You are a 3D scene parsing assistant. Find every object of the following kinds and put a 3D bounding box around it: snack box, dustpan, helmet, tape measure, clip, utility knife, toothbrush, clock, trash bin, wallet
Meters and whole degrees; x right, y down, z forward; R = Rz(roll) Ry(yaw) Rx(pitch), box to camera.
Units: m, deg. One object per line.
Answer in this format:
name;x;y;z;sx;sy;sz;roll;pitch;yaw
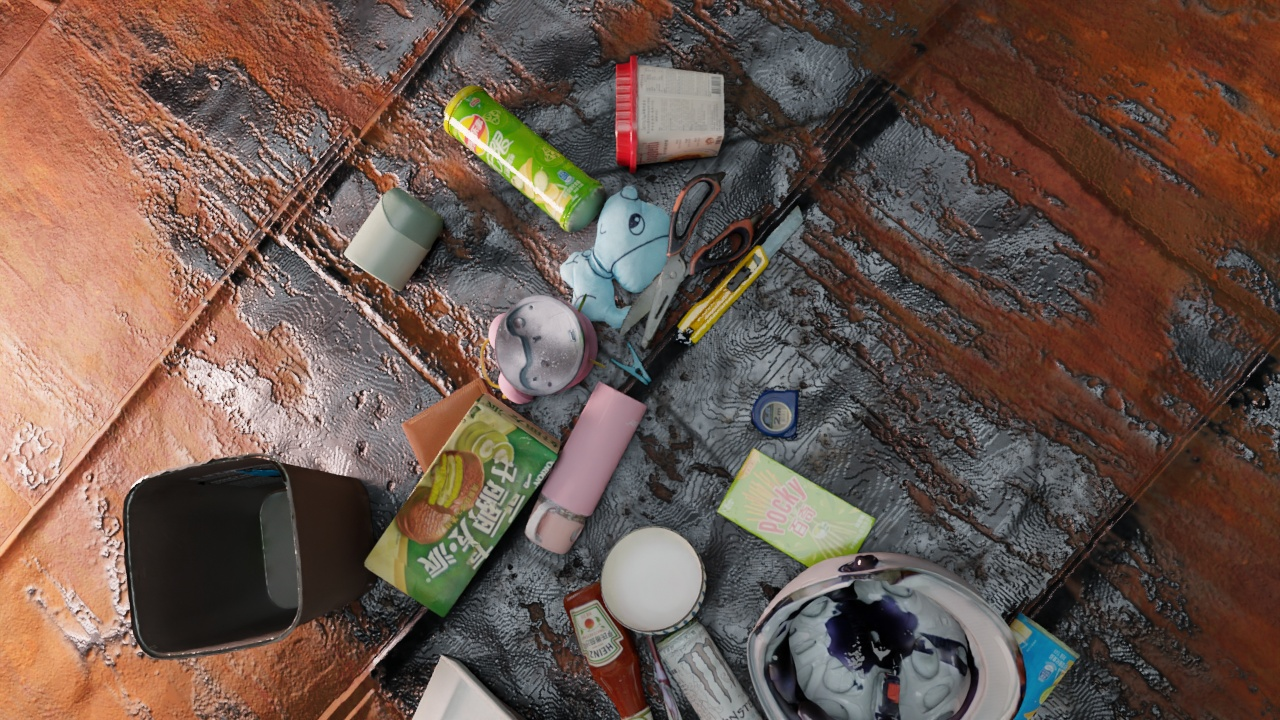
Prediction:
snack box;-0.204;0.165;1.060;0.114;0.063;0.240;35;96;-5
dustpan;-0.178;0.492;1.001;0.258;0.142;0.222;24;88;11
helmet;0.246;0.293;0.934;0.259;0.145;0.229;-25;94;18
tape measure;0.155;0.061;1.049;0.054;0.025;0.058;3;80;13
clip;-0.008;0.008;1.093;0.055;0.013;0.034;44;93;12
utility knife;0.116;-0.099;1.081;0.033;0.015;0.218;43;92;10
toothbrush;0.028;0.373;1.038;0.016;0.017;0.187;-20;79;8
snack box;0.174;0.174;1.031;0.156;0.026;0.086;30;89;13
clock;-0.124;-0.012;1.086;0.159;0.059;0.117;-17;84;20
trash bin;-0.423;0.212;1.041;0.199;0.219;0.198;-11;82;10
wallet;-0.220;0.091;1.115;0.124;0.032;0.101;-30;76;5

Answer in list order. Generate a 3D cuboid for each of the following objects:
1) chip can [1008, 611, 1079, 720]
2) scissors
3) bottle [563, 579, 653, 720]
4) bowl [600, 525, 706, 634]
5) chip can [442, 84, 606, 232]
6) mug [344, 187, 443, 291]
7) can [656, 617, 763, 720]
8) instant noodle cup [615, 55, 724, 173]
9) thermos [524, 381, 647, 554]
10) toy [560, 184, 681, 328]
chip can;0.359;0.365;0.948;0.071;0.071;0.210;37;91;13
scissors;0.057;-0.114;1.076;0.213;0.015;0.197;-12;102;-9
bottle;-0.025;0.351;1.029;0.060;0.060;0.206;-25;79;7
bowl;0.019;0.249;1.023;0.116;0.066;0.116;-7;64;13
chip can;-0.140;-0.245;1.119;0.221;0.072;0.072;40;91;12
mug;-0.310;-0.157;1.143;0.112;0.082;0.106;34;90;44
can;0.079;0.361;1.009;0.058;0.058;0.146;-35;78;5
instant noodle cup;0.033;-0.287;1.077;0.124;0.116;0.116;0;83;-1
thermos;-0.069;0.123;1.053;0.067;0.087;0.198;28;88;26
toy;-0.021;-0.123;1.094;0.156;0.049;0.161;-15;93;5
